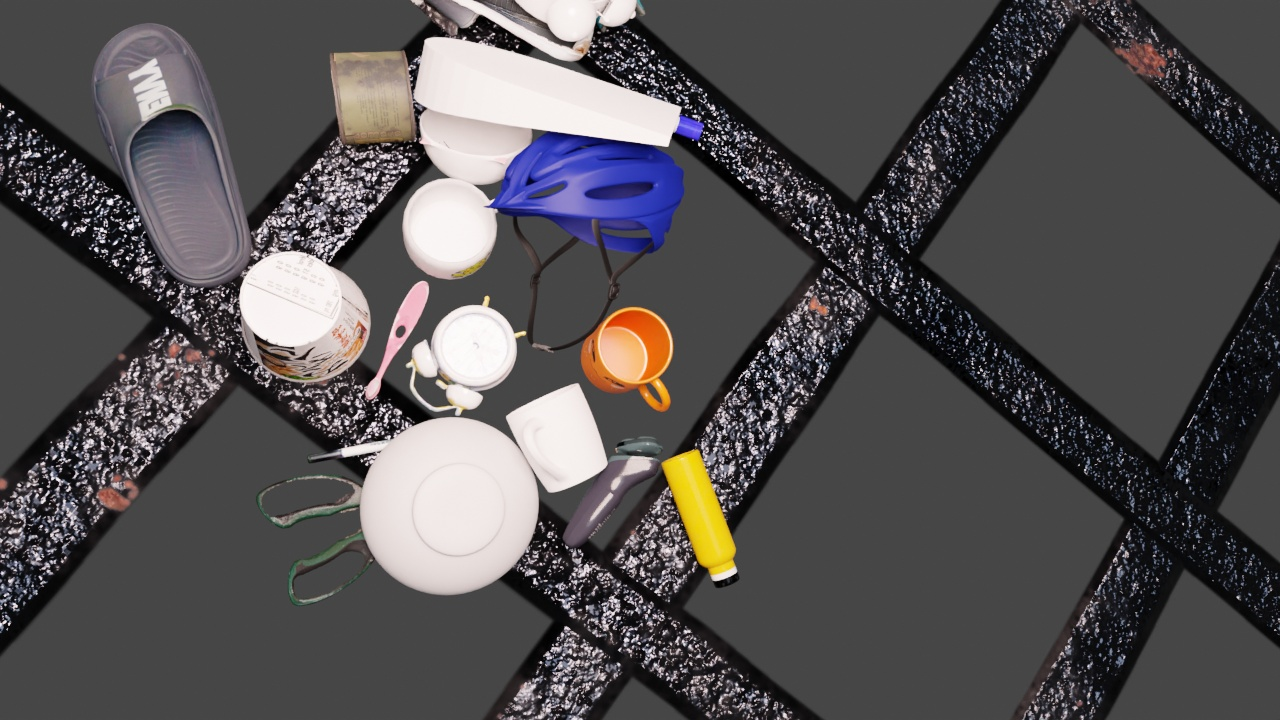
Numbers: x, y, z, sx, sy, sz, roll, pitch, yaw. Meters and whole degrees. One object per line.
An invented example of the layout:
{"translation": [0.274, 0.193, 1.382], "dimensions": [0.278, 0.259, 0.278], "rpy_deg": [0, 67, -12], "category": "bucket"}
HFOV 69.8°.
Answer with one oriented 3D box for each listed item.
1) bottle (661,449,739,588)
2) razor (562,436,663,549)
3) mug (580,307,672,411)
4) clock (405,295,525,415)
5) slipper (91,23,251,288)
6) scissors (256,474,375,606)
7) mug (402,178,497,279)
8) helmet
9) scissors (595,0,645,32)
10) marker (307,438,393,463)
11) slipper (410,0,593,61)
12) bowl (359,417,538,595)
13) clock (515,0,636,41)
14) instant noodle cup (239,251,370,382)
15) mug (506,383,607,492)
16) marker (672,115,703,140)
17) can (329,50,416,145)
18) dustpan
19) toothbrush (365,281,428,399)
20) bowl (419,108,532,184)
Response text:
{"translation": [0.067, 0.169, 0.976], "dimensions": [0.043, 0.043, 0.143], "rpy_deg": [-20, 88, -15], "category": "bottle"}
{"translation": [-0.030, 0.138, 0.959], "dimensions": [0.052, 0.047, 0.142], "rpy_deg": [33, 78, 18], "category": "razor"}
{"translation": [-0.006, 0.006, 0.952], "dimensions": [0.077, 0.096, 0.112], "rpy_deg": [-36, 92, -15], "category": "mug"}
{"translation": [-0.180, -0.002, 0.937], "dimensions": [0.089, 0.052, 0.125], "rpy_deg": [43, 79, -6], "category": "clock"}
{"translation": [-0.457, -0.202, 0.882], "dimensions": [0.110, 0.083, 0.268], "rpy_deg": [-19, 89, -13], "category": "slipper"}
{"translation": [-0.280, 0.137, 0.914], "dimensions": [0.209, 0.015, 0.137], "rpy_deg": [-33, 89, -16], "category": "scissors"}
{"translation": [-0.187, -0.139, 0.943], "dimensions": [0.115, 0.068, 0.094], "rpy_deg": [-32, 91, -15], "category": "mug"}
{"translation": [-0.050, -0.123, 0.938], "dimensions": [0.241, 0.148, 0.228], "rpy_deg": [-3, 100, -44], "category": "helmet"}
{"translation": [-0.049, -0.438, 1.041], "dimensions": [0.154, 0.019, 0.126], "rpy_deg": [21, 77, -8], "category": "scissors"}
{"translation": [-0.257, 0.086, 0.927], "dimensions": [0.152, 0.011, 0.011], "rpy_deg": [-10, 85, -14], "category": "marker"}
{"translation": [-0.175, -0.395, 0.981], "dimensions": [0.263, 0.063, 0.111], "rpy_deg": [20, 59, -22], "category": "slipper"}
{"translation": [-0.181, 0.144, 0.898], "dimensions": [0.176, 0.066, 0.176], "rpy_deg": [2, 85, -19], "category": "bowl"}
{"translation": [-0.079, -0.421, 0.965], "dimensions": [0.125, 0.073, 0.161], "rpy_deg": [-35, 89, -35], "category": "clock"}
{"translation": [-0.323, -0.047, 0.870], "dimensions": [0.123, 0.122, 0.123], "rpy_deg": [2, 82, -13], "category": "instant noodle cup"}
{"translation": [-0.086, 0.083, 0.918], "dimensions": [0.081, 0.114, 0.087], "rpy_deg": [-23, 95, 16], "category": "mug"}
{"translation": [0.001, -0.280, 1.031], "dimensions": [0.141, 0.020, 0.020], "rpy_deg": [17, 79, -11], "category": "marker"}
{"translation": [-0.269, -0.266, 0.929], "dimensions": [0.074, 0.090, 0.090], "rpy_deg": [-7, 84, -15], "category": "can"}
{"translation": [-0.094, -0.256, 0.923], "dimensions": [0.258, 0.191, 0.053], "rpy_deg": [18, 114, -2], "category": "dustpan"}
{"translation": [-0.249, -0.022, 0.940], "dimensions": [0.021, 0.016, 0.135], "rpy_deg": [25, 78, -11], "category": "toothbrush"}
{"translation": [-0.172, -0.220, 0.952], "dimensions": [0.114, 0.051, 0.114], "rpy_deg": [8, 42, -8], "category": "bowl"}
